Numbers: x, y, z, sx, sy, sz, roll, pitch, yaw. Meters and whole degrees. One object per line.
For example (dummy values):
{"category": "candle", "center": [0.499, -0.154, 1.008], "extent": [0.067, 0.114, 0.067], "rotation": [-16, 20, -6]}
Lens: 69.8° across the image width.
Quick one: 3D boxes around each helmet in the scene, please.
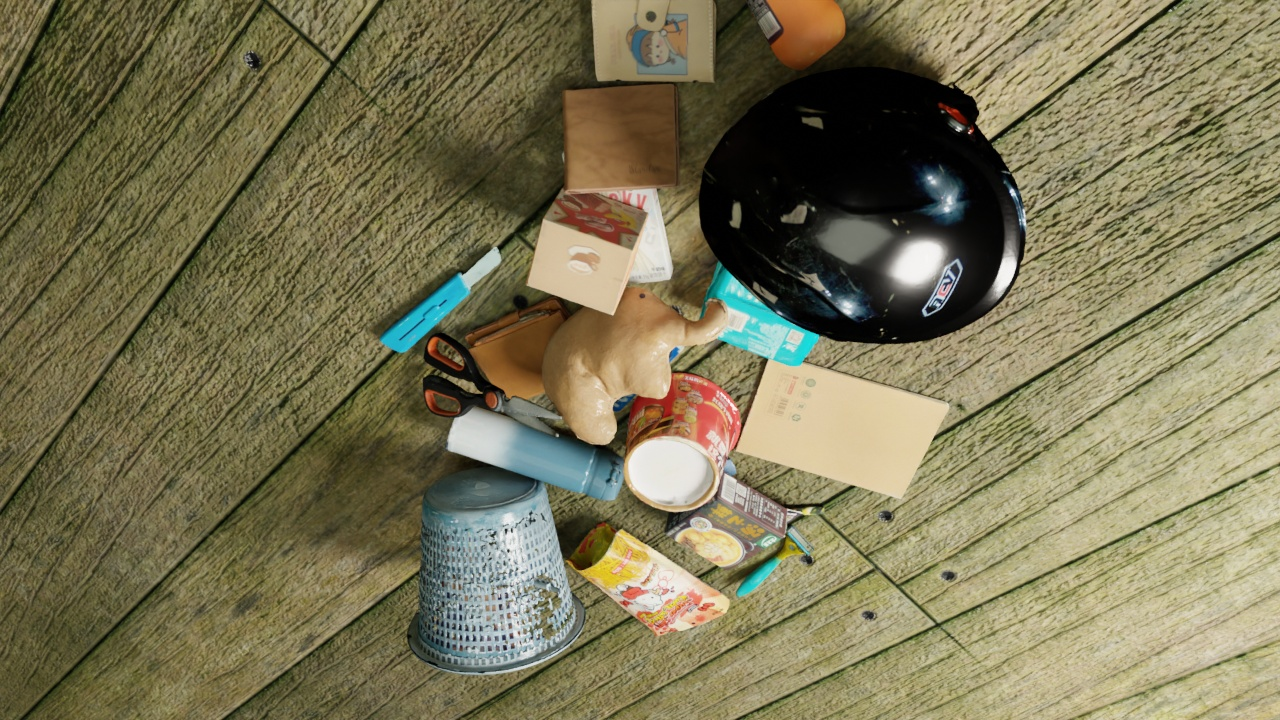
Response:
{"category": "helmet", "center": [0.188, -0.131, 0.809], "extent": [0.275, 0.229, 0.234], "rotation": [44, 130, 30]}

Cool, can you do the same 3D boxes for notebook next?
{"category": "notebook", "center": [0.230, 0.079, 1.066], "extent": [0.207, 0.008, 0.148], "rotation": [16, 125, 2]}

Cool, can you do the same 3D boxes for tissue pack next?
{"category": "tissue pack", "center": [0.134, -0.056, 0.974], "extent": [0.133, 0.050, 0.093], "rotation": [21, 123, -2]}

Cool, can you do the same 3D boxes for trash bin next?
{"category": "trash bin", "center": [-0.186, 0.247, 1.150], "extent": [0.227, 0.226, 0.195], "rotation": [1, 106, 11]}

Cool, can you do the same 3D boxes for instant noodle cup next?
{"category": "instant noodle cup", "center": [0.044, 0.100, 1.059], "extent": [0.138, 0.108, 0.138], "rotation": [5, 123, 8]}

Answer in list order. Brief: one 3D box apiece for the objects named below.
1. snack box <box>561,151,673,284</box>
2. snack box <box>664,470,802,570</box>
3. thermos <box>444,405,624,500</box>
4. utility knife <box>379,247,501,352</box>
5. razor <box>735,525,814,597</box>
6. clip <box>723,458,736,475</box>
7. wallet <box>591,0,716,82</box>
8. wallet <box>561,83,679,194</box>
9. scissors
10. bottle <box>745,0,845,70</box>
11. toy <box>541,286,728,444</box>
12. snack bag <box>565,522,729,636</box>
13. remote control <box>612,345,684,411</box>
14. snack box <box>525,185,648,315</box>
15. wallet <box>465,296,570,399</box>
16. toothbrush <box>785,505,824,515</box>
{"category": "snack box", "center": [-0.022, -0.153, 0.959], "extent": [0.085, 0.026, 0.157], "rotation": [-5, 122, 15]}
{"category": "snack box", "center": [0.114, 0.200, 1.126], "extent": [0.125, 0.053, 0.114], "rotation": [32, 134, -15]}
{"category": "thermos", "center": [-0.126, 0.116, 1.133], "extent": [0.220, 0.070, 0.070], "rotation": [19, 124, -1]}
{"category": "utility knife", "center": [-0.229, -0.070, 1.063], "extent": [0.204, 0.018, 0.034], "rotation": [-35, 109, 27]}
{"category": "razor", "center": [0.168, 0.266, 1.188], "extent": [0.043, 0.028, 0.133], "rotation": [45, 119, 10]}
{"category": "clip", "center": [0.090, 0.138, 1.131], "extent": [0.056, 0.026, 0.024], "rotation": [-23, 118, 9]}
{"category": "wallet", "center": [0.013, -0.304, 0.858], "extent": [0.115, 0.024, 0.087], "rotation": [5, 128, 10]}
{"category": "wallet", "center": [-0.020, -0.216, 0.895], "extent": [0.115, 0.020, 0.101], "rotation": [-2, 90, 10]}
{"category": "scissors", "center": [-0.176, 0.052, 1.058], "extent": [0.234, 0.021, 0.161], "rotation": [45, 124, 23]}
{"category": "bottle", "center": [0.115, -0.328, 0.799], "extent": [0.067, 0.066, 0.149], "rotation": [-33, 103, 28]}
{"category": "toy", "center": [-0.015, -0.015, 0.979], "extent": [0.226, 0.082, 0.143], "rotation": [-39, 75, 24]}
{"category": "snack bag", "center": [0.008, 0.301, 1.232], "extent": [0.129, 0.073, 0.208], "rotation": [-34, 117, 28]}
{"category": "remote control", "center": [-0.006, 0.006, 1.059], "extent": [0.049, 0.024, 0.125], "rotation": [38, 119, -13]}
{"category": "snack box", "center": [-0.051, -0.112, 0.917], "extent": [0.093, 0.094, 0.077], "rotation": [20, 124, -1]}
{"category": "wallet", "center": [-0.127, -0.009, 1.072], "extent": [0.132, 0.031, 0.108], "rotation": [-22, 117, 22]}
{"category": "toothbrush", "center": [0.137, 0.189, 1.155], "extent": [0.186, 0.012, 0.017], "rotation": [-5, 110, 15]}
